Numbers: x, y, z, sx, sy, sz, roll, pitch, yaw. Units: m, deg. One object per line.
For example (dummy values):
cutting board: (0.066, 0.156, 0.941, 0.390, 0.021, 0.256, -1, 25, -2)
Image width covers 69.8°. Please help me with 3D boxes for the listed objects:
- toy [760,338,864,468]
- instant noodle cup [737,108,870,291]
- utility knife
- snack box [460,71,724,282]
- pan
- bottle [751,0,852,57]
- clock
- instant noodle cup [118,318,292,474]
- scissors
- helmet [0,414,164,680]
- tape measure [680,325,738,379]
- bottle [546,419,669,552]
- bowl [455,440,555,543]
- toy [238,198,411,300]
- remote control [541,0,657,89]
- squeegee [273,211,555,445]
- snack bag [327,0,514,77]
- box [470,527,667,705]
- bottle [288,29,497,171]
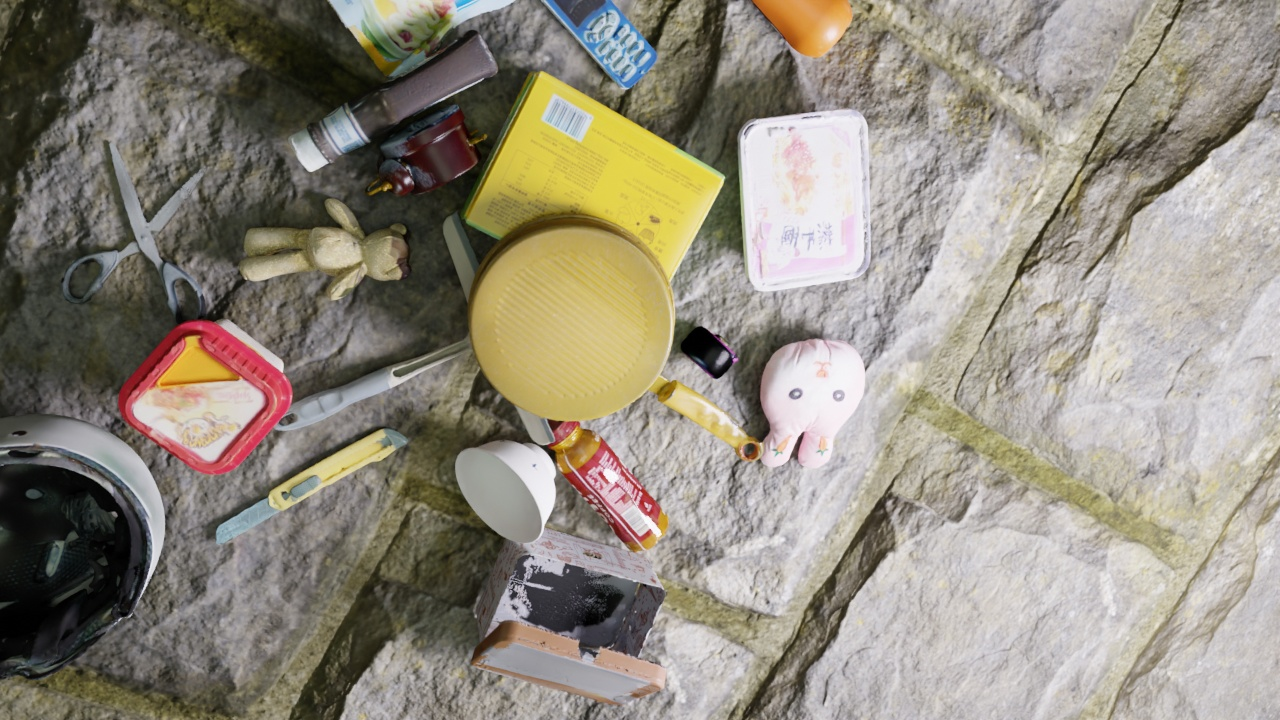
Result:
toy: (0.187, 0.051, 1.020, 0.121, 0.054, 0.160, 1, 113, -13)
instant noodle cup: (0.162, -0.167, 0.947, 0.138, 0.060, 0.173, -9, 108, -11)
utility knife: (-0.339, 0.127, 0.938, 0.216, 0.022, 0.031, -29, 104, 1)
snack box: (-0.047, -0.160, 0.894, 0.210, 0.070, 0.158, 25, 99, -19)
pan: (-0.005, 0.005, 0.899, 0.357, 0.078, 0.198, 38, 103, -15)
bottle: (0.134, -0.361, 0.888, 0.149, 0.066, 0.067, 36, 94, -12)
clock: (-0.202, -0.188, 0.845, 0.122, 0.082, 0.055, -31, 116, -6)
instant noodle cup: (-0.387, 0.023, 0.837, 0.116, 0.124, 0.116, 42, 92, -20)
scissors: (-0.461, -0.111, 0.844, 0.159, 0.014, 0.179, -19, 106, -9)
helmet: (-0.553, 0.150, 0.818, 0.274, 0.156, 0.230, -30, 112, 8)
tape measure: (0.073, -0.010, 0.971, 0.057, 0.058, 0.039, 41, 92, -17)
bottle: (-0.040, 0.128, 0.983, 0.057, 0.057, 0.175, -38, 110, -1)
bowl: (-0.127, 0.123, 0.950, 0.064, 0.118, 0.118, -40, 115, -40)
toy: (-0.295, -0.099, 0.863, 0.157, 0.066, 0.105, -2, 63, -9)
remote control: (-0.041, -0.319, 0.875, 0.049, 0.024, 0.125, -45, 111, 2)
squeegee: (-0.245, 0.015, 0.913, 0.246, 0.039, 0.246, -24, 95, -5)
snack bag: (-0.174, -0.339, 0.815, 0.191, 0.039, 0.110, -34, 137, 1)
box: (-0.074, 0.287, 0.957, 0.182, 0.174, 0.152, 19, 99, -18)
bottle: (-0.223, -0.233, 0.827, 0.195, 0.080, 0.044, -30, 111, -2)
